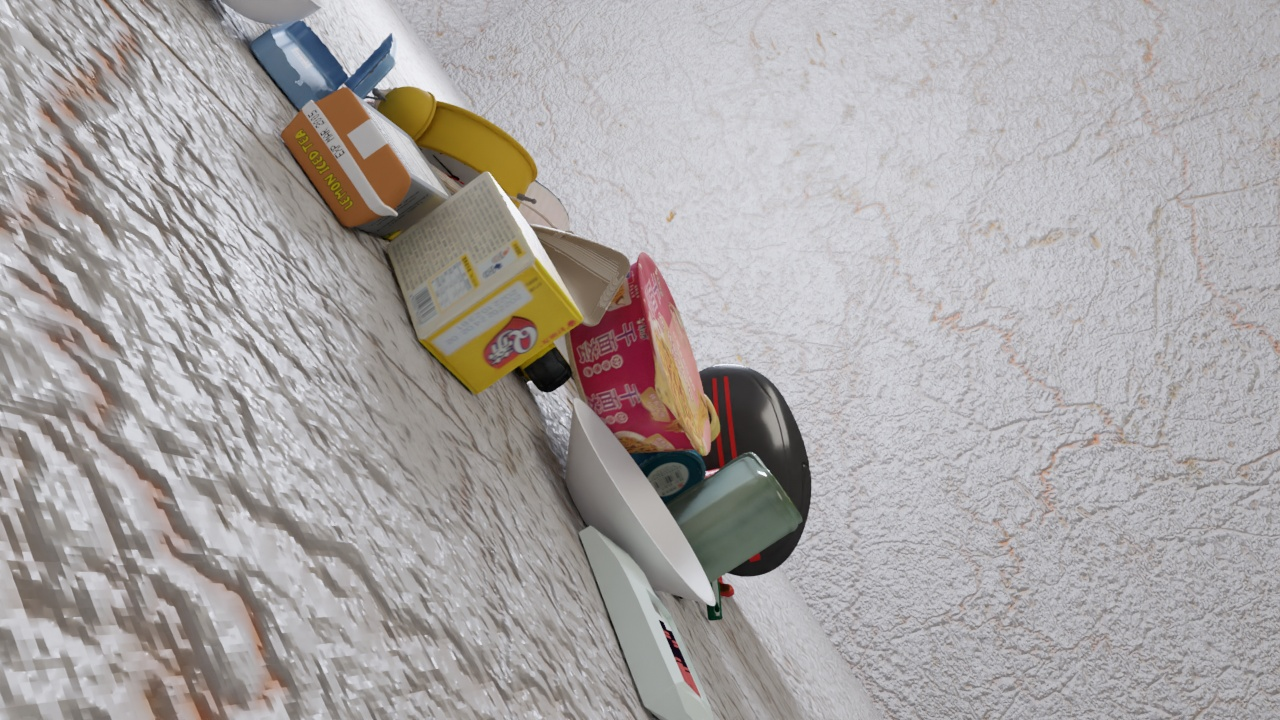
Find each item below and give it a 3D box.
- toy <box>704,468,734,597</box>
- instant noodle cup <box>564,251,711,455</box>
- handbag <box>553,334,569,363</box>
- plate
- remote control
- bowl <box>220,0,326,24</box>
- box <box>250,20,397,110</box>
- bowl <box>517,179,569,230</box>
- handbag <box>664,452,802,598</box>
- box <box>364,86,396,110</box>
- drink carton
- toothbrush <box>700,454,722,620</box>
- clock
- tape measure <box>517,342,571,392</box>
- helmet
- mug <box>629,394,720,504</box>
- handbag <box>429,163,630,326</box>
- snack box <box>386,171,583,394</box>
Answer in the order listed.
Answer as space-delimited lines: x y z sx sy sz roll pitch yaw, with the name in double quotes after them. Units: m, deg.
0.051 0.175 0.913 0.093 0.088 0.133 2 67 -46 "toy"
-0.005 0.005 0.777 0.178 0.078 0.178 -16 89 -78 "instant noodle cup"
-0.035 -0.008 1.102 0.198 0.096 0.142 52 3 -25 "handbag"
-0.012 0.108 0.651 0.174 0.036 0.174 55 2 -4 "plate"
0.004 0.151 0.525 0.049 0.024 0.143 53 3 -34 "remote control"
-0.259 -0.251 0.586 0.110 0.040 0.110 43 7 -7 "bowl"
-0.232 -0.235 0.688 0.074 0.078 0.209 48 5 -26 "box"
-0.131 -0.120 0.864 0.118 0.118 0.062 52 45 -48 "bowl"
0.069 0.144 0.786 0.067 0.122 0.106 57 0 -4 "handbag"
-0.240 -0.221 0.843 0.188 0.062 0.058 -125 -155 -74 "box"
-0.165 -0.117 0.579 0.076 0.048 0.125 55 2 0 "drink carton"
0.058 0.149 0.865 0.016 0.017 0.189 12 57 -28 "toothbrush"
-0.154 -0.164 0.728 0.152 0.052 0.114 27 -14 -17 "clock"
-0.086 -0.006 0.735 0.064 0.037 0.065 53 -4 20 "tape measure"
0.110 0.135 1.041 0.169 0.164 0.264 -31 112 -80 "helmet"
0.021 0.073 0.867 0.083 0.113 0.107 65 -2 -39 "mug"
-0.133 -0.106 0.716 0.198 0.062 0.176 36 -13 -28 "handbag"
-0.098 -0.049 0.563 0.061 0.083 0.105 51 5 -46 "snack box"
